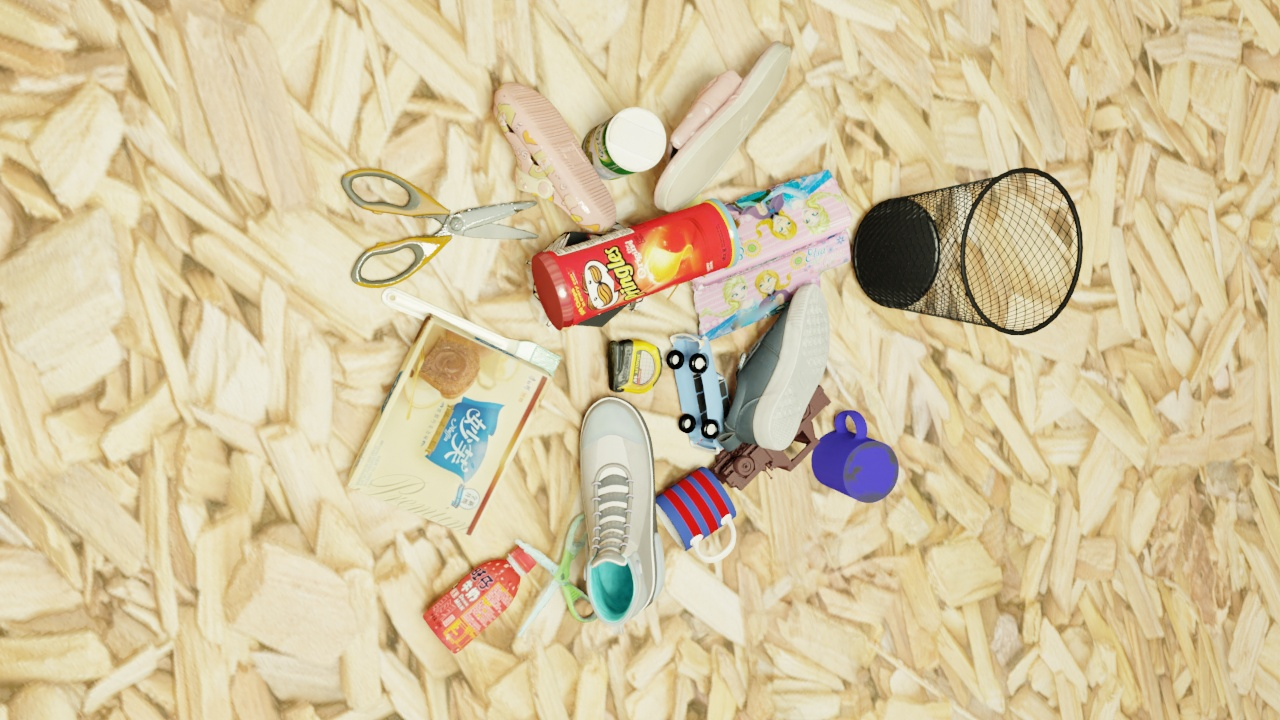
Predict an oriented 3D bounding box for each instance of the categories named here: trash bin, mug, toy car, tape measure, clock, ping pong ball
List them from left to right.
[{"bbox_3d":[-0.047,-0.100,1.065,0.154,0.065,0.115,-19,101,-14],"label":"clock"},{"bbox_3d":[-0.007,0.006,1.103,0.064,0.037,0.065,-3,99,-16],"label":"tape measure"},{"bbox_3d":[0.053,-0.194,1.098,0.040,0.040,0.040,-2,96,-17],"label":"ping pong ball"},{"bbox_3d":[0.075,0.037,1.120,0.054,0.056,0.153,-21,108,-33],"label":"toy car"},{"bbox_3d":[0.075,0.192,1.114,0.076,0.112,0.075,-33,142,-12],"label":"mug"},{"bbox_3d":[0.167,0.103,1.152,0.169,0.070,0.062,-43,106,-13],"label":"toy car"},{"bbox_3d":[0.274,0.119,1.178,0.079,0.083,0.111,-7,98,-17],"label":"mug"},{"bbox_3d":[0.379,-0.129,1.108,0.183,0.210,0.184,-3,97,-25],"label":"trash bin"}]

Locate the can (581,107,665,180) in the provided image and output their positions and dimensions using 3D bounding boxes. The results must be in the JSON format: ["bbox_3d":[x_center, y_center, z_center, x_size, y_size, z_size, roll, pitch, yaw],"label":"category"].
[{"bbox_3d":[-0.021,-0.240,1.028,0.067,0.121,0.067,-2,96,-17],"label":"can"}]

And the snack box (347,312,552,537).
[{"bbox_3d":[-0.213,0.073,1.031,0.153,0.055,0.207,26,92,-17],"label":"snack box"}]

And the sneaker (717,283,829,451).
[{"bbox_3d":[0.164,0.008,1.122,0.089,0.087,0.235,51,54,-40],"label":"sneaker"}]

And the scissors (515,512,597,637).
[{"bbox_3d":[-0.096,0.256,1.095,0.172,0.021,0.171,-52,128,-19],"label":"scissors"}]

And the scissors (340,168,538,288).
[{"bbox_3d":[-0.228,-0.163,1.028,0.225,0.016,0.175,-22,102,-14],"label":"scissors"}]

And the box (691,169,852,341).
[{"bbox_3d":[0.158,-0.129,1.130,0.230,0.062,0.161,-22,102,-14],"label":"box"}]

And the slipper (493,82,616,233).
[{"bbox_3d":[-0.108,-0.214,1.022,0.082,0.093,0.197,-35,90,26],"label":"slipper"}]

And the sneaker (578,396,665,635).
[{"bbox_3d":[-0.031,0.168,1.030,0.093,0.160,0.256,-6,87,6],"label":"sneaker"}]

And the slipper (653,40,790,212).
[{"bbox_3d":[0.087,-0.276,1.058,0.054,0.114,0.273,32,64,13],"label":"slipper"}]

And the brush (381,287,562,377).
[{"bbox_3d":[-0.193,-0.033,1.056,0.217,0.012,0.033,24,89,-16],"label":"brush"}]

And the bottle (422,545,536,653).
[{"bbox_3d":[-0.181,0.271,1.066,0.137,0.062,0.062,-41,106,-16],"label":"bottle"}]

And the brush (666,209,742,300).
[{"bbox_3d":[0.069,-0.126,1.073,0.048,0.017,0.126,34,75,0],"label":"brush"}]

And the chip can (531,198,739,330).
[{"bbox_3d":[-0.004,-0.106,0.996,0.213,0.087,0.087,-21,102,-18],"label":"chip can"}]
